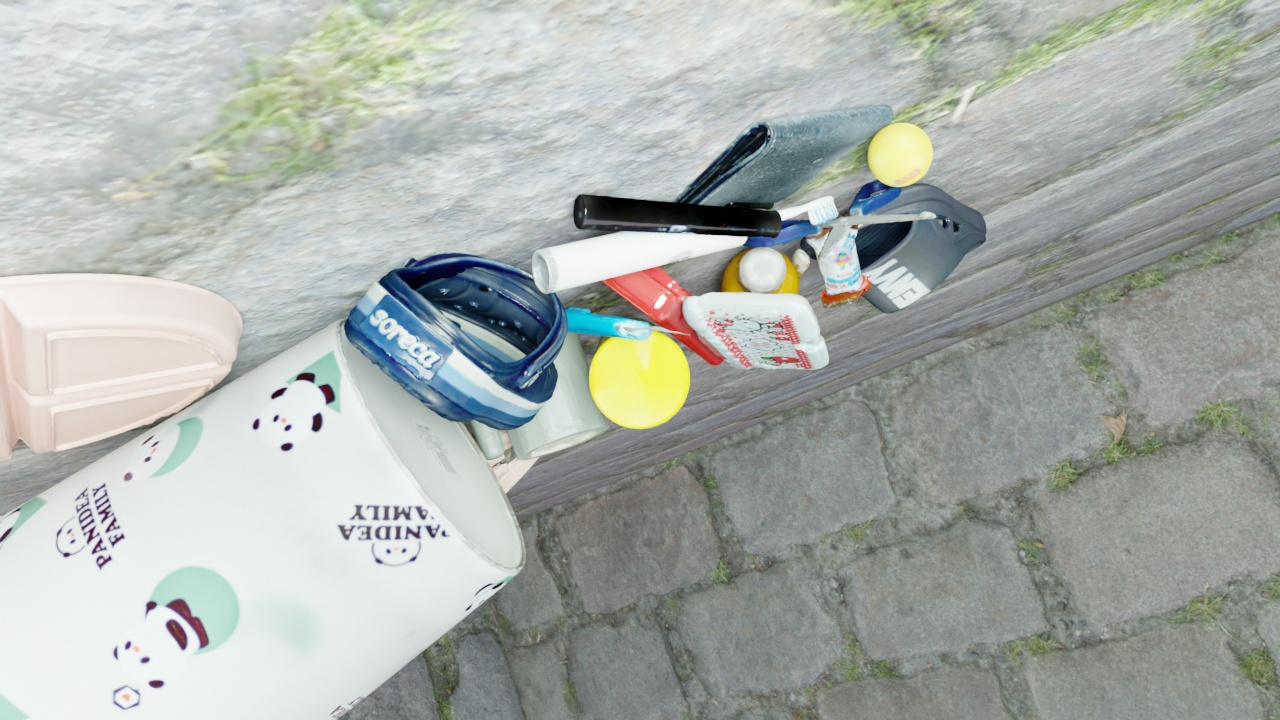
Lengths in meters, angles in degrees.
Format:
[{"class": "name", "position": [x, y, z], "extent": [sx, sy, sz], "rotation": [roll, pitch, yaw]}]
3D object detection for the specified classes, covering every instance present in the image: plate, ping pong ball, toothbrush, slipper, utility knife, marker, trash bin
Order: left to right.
[{"class": "plate", "position": [-0.322, 0.015, 0.470], "extent": [0.229, 0.028, 0.229], "rotation": [-19, 170, -4]}, {"class": "trash bin", "position": [-0.223, 0.118, 0.545], "extent": [0.252, 0.229, 0.229], "rotation": [-35, 170, 0]}, {"class": "slipper", "position": [-0.098, -0.020, 0.549], "extent": [0.095, 0.105, 0.253], "rotation": [-47, 175, 0]}, {"class": "utility knife", "position": [-0.029, -0.025, 0.626], "extent": [0.034, 0.018, 0.192], "rotation": [7, -178, -36]}, {"class": "marker", "position": [0.024, -0.086, 0.544], "extent": [0.132, 0.022, 0.020], "rotation": [-1, 177, -24]}, {"class": "toothbrush", "position": [0.037, -0.078, 0.575], "extent": [0.220, 0.026, 0.027], "rotation": [-16, 178, -26]}, {"class": "toothbrush", "position": [0.139, -0.080, 0.827], "extent": [0.018, 0.016, 0.191], "rotation": [-39, 175, 5]}, {"class": "ping pong ball", "position": [0.167, -0.132, 0.591], "extent": [0.040, 0.040, 0.040], "rotation": [-19, 170, -4]}, {"class": "slipper", "position": [0.249, -0.094, 0.826], "extent": [0.111, 0.083, 0.267], "rotation": [-30, 163, 37]}]

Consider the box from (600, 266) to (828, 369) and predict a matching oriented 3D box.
[{"class": "box", "position": [0.055, -0.029, 0.666], "extent": [0.161, 0.060, 0.201], "rotation": [20, 176, 19]}]

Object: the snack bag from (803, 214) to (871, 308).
[{"class": "snack bag", "position": [0.158, -0.080, 0.731], "extent": [0.045, 0.026, 0.105], "rotation": [-11, 146, 16]}]

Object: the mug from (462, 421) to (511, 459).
[{"class": "mug", "position": [-0.193, 0.079, 0.942], "extent": [0.106, 0.082, 0.112], "rotation": [-14, 137, -29]}]

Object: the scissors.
[{"class": "scissors", "position": [0.140, -0.099, 0.644], "extent": [0.176, 0.012, 0.162], "rotation": [-1, -154, 48]}]

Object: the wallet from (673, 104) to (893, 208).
[{"class": "wallet", "position": [0.084, -0.120, 0.569], "extent": [0.097, 0.019, 0.121], "rotation": [-14, 171, -30]}]

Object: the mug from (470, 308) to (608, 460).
[{"class": "mug", "position": [-0.093, 0.022, 0.733], "extent": [0.084, 0.103, 0.123], "rotation": [-28, 168, 40]}]

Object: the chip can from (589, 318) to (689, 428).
[{"class": "chip can", "position": [-0.004, 0.004, 0.746], "extent": [0.072, 0.072, 0.213], "rotation": [-20, -175, -1]}]

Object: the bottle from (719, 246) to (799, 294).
[{"class": "bottle", "position": [0.103, -0.055, 0.799], "extent": [0.068, 0.068, 0.189], "rotation": [-20, 169, 2]}]

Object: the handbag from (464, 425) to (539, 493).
[{"class": "handbag", "position": [-0.174, 0.075, 0.809], "extent": [0.233, 0.093, 0.194], "rotation": [-30, -155, -35]}]
